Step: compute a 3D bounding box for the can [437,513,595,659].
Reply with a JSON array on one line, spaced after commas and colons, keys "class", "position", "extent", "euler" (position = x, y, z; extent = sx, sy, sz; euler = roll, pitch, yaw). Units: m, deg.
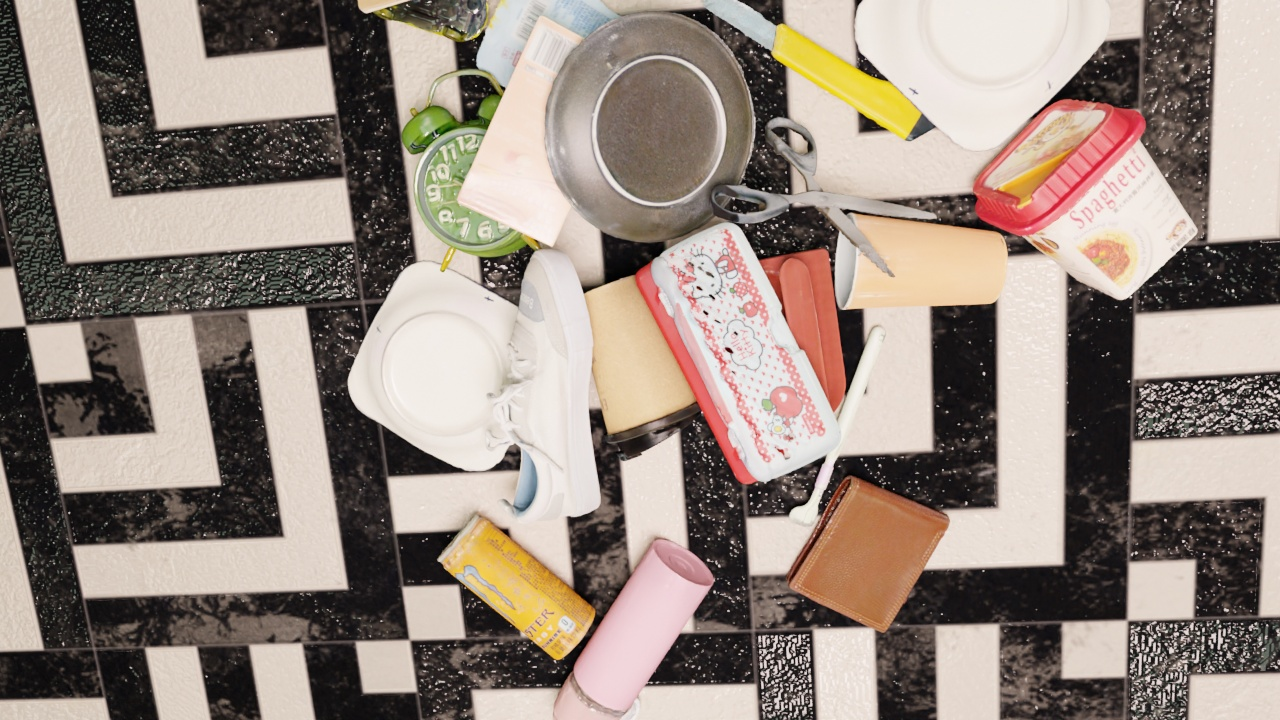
[{"class": "can", "position": [-0.113, 0.207, 0.842], "extent": [0.146, 0.058, 0.058], "euler": [40, 102, -3]}]

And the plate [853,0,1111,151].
[{"class": "plate", "position": [0.270, -0.266, 0.713], "extent": [0.163, 0.034, 0.164], "euler": [43, 97, -4]}]

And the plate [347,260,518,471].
[{"class": "plate", "position": [-0.173, 0.010, 0.820], "extent": [0.163, 0.034, 0.164], "euler": [29, 103, -1]}]

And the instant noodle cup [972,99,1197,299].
[{"class": "instant noodle cup", "position": [0.345, -0.121, 0.707], "extent": [0.124, 0.116, 0.116], "euler": [39, 102, -15]}]

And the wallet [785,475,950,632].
[{"class": "wallet", "position": [0.202, 0.172, 0.819], "extent": [0.101, 0.032, 0.125], "euler": [26, 103, -3]}]

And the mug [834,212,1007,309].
[{"class": "mug", "position": [0.226, -0.077, 0.745], "extent": [0.123, 0.078, 0.078], "euler": [3, 102, 0]}]

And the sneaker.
[{"class": "sneaker", "position": [-0.091, 0.027, 0.772], "extent": [0.090, 0.089, 0.242], "euler": [-11, 112, -23]}]

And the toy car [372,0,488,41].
[{"class": "toy car", "position": [-0.175, -0.295, 0.757], "extent": [0.105, 0.032, 0.048], "euler": [18, 94, 2]}]

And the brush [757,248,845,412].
[{"class": "brush", "position": [0.136, -0.016, 0.765], "extent": [0.063, 0.069, 0.146], "euler": [-10, 100, 8]}]

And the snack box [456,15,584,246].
[{"class": "snack box", "position": [-0.074, -0.178, 0.721], "extent": [0.084, 0.026, 0.157], "euler": [25, 96, -14]}]

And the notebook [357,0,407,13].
[{"class": "notebook", "position": [-0.138, -0.372, 0.729], "extent": [0.208, 0.008, 0.147], "euler": [-13, 83, 8]}]

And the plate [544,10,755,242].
[{"class": "plate", "position": [0.013, -0.179, 0.718], "extent": [0.179, 0.024, 0.179], "euler": [-6, 109, -19]}]

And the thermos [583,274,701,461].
[{"class": "thermos", "position": [-0.005, 0.005, 0.778], "extent": [0.093, 0.093, 0.143], "euler": [-21, 92, 9]}]

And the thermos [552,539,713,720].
[{"class": "thermos", "position": [-0.003, 0.265, 0.844], "extent": [0.087, 0.067, 0.199], "euler": [22, 104, -30]}]

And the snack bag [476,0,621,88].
[{"class": "snack bag", "position": [-0.031, -0.241, 0.752], "extent": [0.191, 0.039, 0.110], "euler": [29, 96, -3]}]

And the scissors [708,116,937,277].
[{"class": "scissors", "position": [0.141, -0.130, 0.724], "extent": [0.181, 0.014, 0.159], "euler": [-1, 62, 1]}]

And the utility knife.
[{"class": "utility knife", "position": [0.143, -0.243, 0.745], "extent": [0.223, 0.015, 0.033], "euler": [31, 98, -3]}]

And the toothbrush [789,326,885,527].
[{"class": "toothbrush", "position": [0.175, 0.059, 0.804], "extent": [0.029, 0.020, 0.190], "euler": [13, 103, -28]}]

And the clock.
[{"class": "clock", "position": [-0.137, -0.160, 0.770], "extent": [0.116, 0.056, 0.161], "euler": [-8, 101, 6]}]

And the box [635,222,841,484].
[{"class": "box", "position": [0.084, -0.007, 0.741], "extent": [0.101, 0.095, 0.201], "euler": [-27, 88, 22]}]
